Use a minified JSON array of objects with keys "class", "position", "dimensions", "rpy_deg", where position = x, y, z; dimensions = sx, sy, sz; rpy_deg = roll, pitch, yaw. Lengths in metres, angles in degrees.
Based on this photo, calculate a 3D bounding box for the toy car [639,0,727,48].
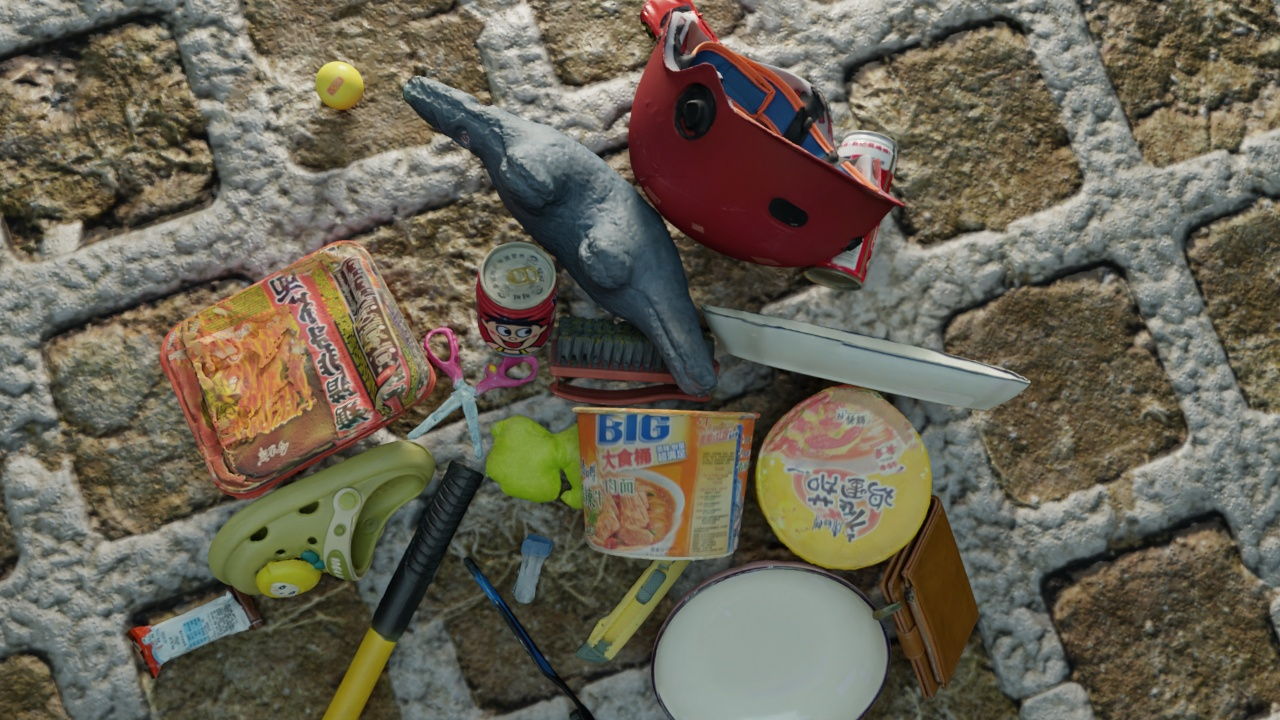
[{"class":"toy car","position":[0.043,-0.291,0.834],"dimensions":[0.049,0.031,0.106],"rpy_deg":[-35,85,-8]}]

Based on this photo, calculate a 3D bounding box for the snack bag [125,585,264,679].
[{"class":"snack bag","position":[-0.365,0.220,0.751],"dimensions":[0.104,0.026,0.048],"rpy_deg":[-27,92,-7]}]

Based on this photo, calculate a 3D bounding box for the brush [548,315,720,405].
[{"class":"brush","position":[-0.005,0.005,0.786],"dimensions":[0.146,0.063,0.069],"rpy_deg":[4,114,-5]}]

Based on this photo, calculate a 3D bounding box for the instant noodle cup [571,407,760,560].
[{"class":"instant noodle cup","position":[0.019,0.094,0.732],"dimensions":[0.151,0.151,0.111],"rpy_deg":[3,87,-4]}]

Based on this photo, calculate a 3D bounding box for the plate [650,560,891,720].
[{"class":"plate","position":[0.103,0.237,0.745],"dimensions":[0.192,0.039,0.193],"rpy_deg":[-1,113,-1]}]

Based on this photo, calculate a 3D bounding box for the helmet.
[{"class":"helmet","position":[0.086,-0.151,0.738],"dimensions":[0.144,0.206,0.240],"rpy_deg":[-53,46,27]}]

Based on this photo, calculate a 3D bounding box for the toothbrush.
[{"class":"toothbrush","position":[-0.094,0.244,0.774],"dimensions":[0.016,0.014,0.189],"rpy_deg":[-39,86,17]}]

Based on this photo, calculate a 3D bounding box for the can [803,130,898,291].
[{"class":"can","position":[0.187,-0.132,0.813],"dimensions":[0.053,0.053,0.132],"rpy_deg":[17,83,-2]}]

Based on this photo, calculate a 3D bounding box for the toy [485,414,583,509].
[{"class":"toy","position":[-0.082,0.087,0.782],"dimensions":[0.100,0.031,0.096],"rpy_deg":[-22,84,-9]}]

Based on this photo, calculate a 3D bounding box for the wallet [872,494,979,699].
[{"class":"wallet","position":[0.234,0.196,0.740],"dimensions":[0.118,0.035,0.131],"rpy_deg":[-45,121,-37]}]

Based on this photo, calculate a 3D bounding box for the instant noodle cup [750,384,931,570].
[{"class":"instant noodle cup","position":[0.154,0.097,0.757],"dimensions":[0.138,0.110,0.138],"rpy_deg":[0,84,-3]}]

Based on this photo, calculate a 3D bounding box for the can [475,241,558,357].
[{"class":"can","position":[-0.102,-0.050,0.758],"dimensions":[0.066,0.094,0.066],"rpy_deg":[3,67,-7]}]

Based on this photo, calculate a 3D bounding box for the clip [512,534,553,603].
[{"class":"clip","position":[-0.094,0.178,0.778],"dimensions":[0.027,0.043,0.058],"rpy_deg":[18,90,-5]}]

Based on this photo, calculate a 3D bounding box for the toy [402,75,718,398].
[{"class":"toy","position":[-0.050,-0.114,0.755],"dimensions":[0.356,0.137,0.092],"rpy_deg":[45,116,9]}]

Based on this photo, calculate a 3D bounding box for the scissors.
[{"class":"scissors","position":[-0.150,0.020,0.774],"dimensions":[0.130,0.017,0.133],"rpy_deg":[42,58,12]}]

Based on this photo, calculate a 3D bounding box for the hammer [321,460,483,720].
[{"class":"hammer","position":[-0.210,0.224,0.758],"dimensions":[0.129,0.033,0.300],"rpy_deg":[26,83,-1]}]

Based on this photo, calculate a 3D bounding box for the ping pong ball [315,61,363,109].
[{"class":"ping pong ball","position":[-0.263,-0.240,0.802],"dimensions":[0.040,0.040,0.040],"rpy_deg":[0,83,-4]}]

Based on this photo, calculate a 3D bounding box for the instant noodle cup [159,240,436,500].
[{"class":"instant noodle cup","position":[-0.272,0.011,0.743],"dimensions":[0.188,0.079,0.164],"rpy_deg":[-29,71,-8]}]

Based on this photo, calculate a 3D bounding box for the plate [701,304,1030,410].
[{"class":"plate","position":[0.176,-0.001,0.749],"dimensions":[0.265,0.162,0.034],"rpy_deg":[12,97,-4]}]

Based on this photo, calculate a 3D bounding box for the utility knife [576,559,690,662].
[{"class":"utility knife","position":[0.015,0.184,0.789],"dimensions":[0.031,0.020,0.190],"rpy_deg":[40,78,-3]}]

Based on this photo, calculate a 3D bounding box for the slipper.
[{"class":"slipper","position":[-0.245,0.135,0.731],"dimensions":[0.190,0.092,0.081],"rpy_deg":[-29,61,-11]}]
